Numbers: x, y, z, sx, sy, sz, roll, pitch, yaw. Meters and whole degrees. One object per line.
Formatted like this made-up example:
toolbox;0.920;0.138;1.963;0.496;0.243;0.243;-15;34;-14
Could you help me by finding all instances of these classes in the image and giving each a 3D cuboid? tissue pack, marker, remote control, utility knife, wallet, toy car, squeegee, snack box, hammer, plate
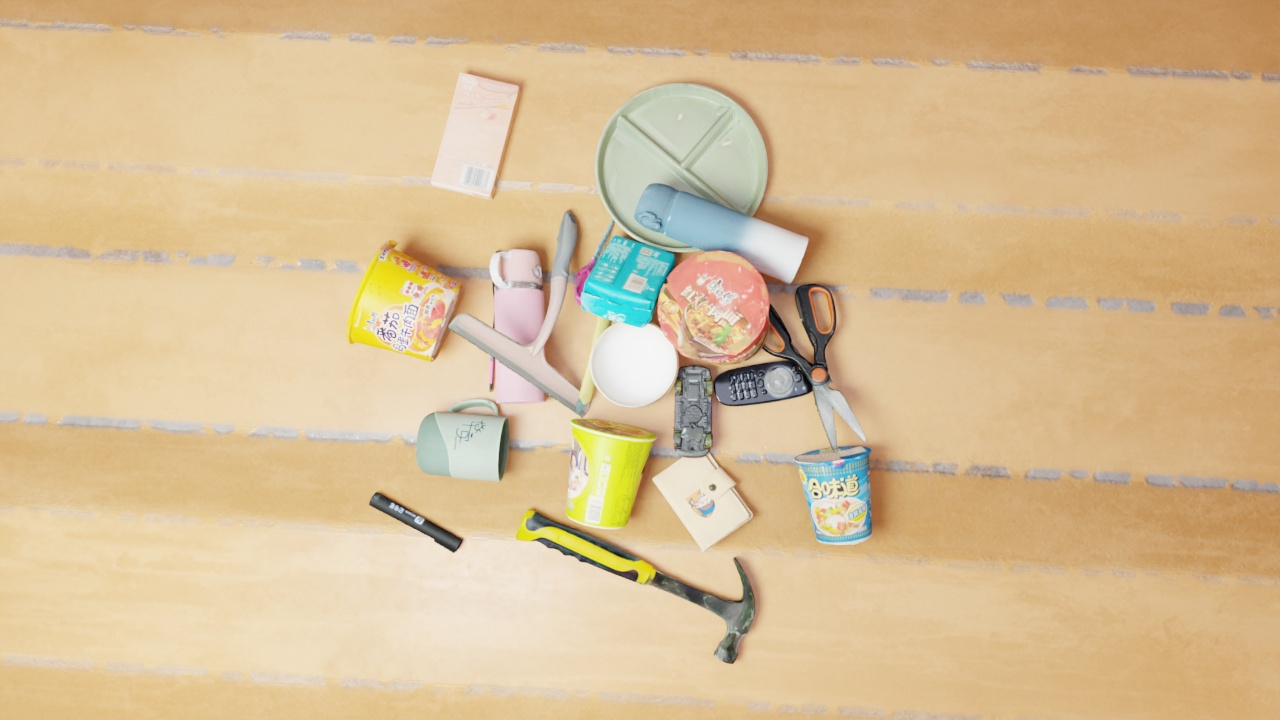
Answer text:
tissue pack;-0.014;-0.104;1.176;0.093;0.050;0.133;18;44;7
marker;-0.294;0.212;1.200;0.132;0.020;0.022;28;116;2
remote control;0.163;0.030;1.201;0.136;0.024;0.053;-8;81;-1
utility knife;-0.058;-0.009;1.200;0.018;0.031;0.166;-1;73;36
wallet;0.083;0.175;1.184;0.087;0.024;0.115;-33;72;-11
toy car;0.069;0.067;1.190;0.053;0.045;0.120;2;80;3
squeegee;-0.111;-0.092;1.172;0.040;0.247;0.249;-9;57;38
snack box;-0.221;-0.301;1.234;0.084;0.026;0.157;14;86;2
hammer;-0.004;0.268;1.183;0.323;0.032;0.126;23;86;3
plate;0.054;-0.256;1.224;0.230;0.027;0.230;0;85;2

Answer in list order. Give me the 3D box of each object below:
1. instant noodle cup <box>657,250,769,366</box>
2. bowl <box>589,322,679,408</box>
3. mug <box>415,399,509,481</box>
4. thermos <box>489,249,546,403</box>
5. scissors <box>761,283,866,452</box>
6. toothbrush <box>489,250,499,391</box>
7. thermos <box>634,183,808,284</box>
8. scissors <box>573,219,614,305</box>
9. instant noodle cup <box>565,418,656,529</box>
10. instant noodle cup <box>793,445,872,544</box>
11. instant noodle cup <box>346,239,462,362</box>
instant noodle cup;0.101;-0.058;1.155;0.138;0.108;0.137;-4;77;16
bowl;-0.007;0.007;1.188;0.113;0.062;0.113;0;84;2
mug;-0.226;0.098;1.182;0.106;0.082;0.111;5;55;2
thermos;-0.161;-0.043;1.184;0.067;0.087;0.198;-3;87;28
scissors;0.211;0.009;1.183;0.190;0.022;0.229;7;75;11
toothbrush;-0.191;-0.052;1.221;0.017;0.014;0.189;3;86;-8
thermos;0.101;-0.164;1.170;0.220;0.070;0.070;21;86;2
scissors;-0.059;-0.135;1.205;0.017;0.056;0.133;14;65;18
instant noodle cup;-0.046;0.145;1.162;0.112;0.111;0.123;11;94;2
instant noodle cup;0.249;0.171;1.159;0.099;0.099;0.110;-8;93;0
instant noodle cup;-0.296;-0.067;1.168;0.110;0.138;0.138;21;86;-6
